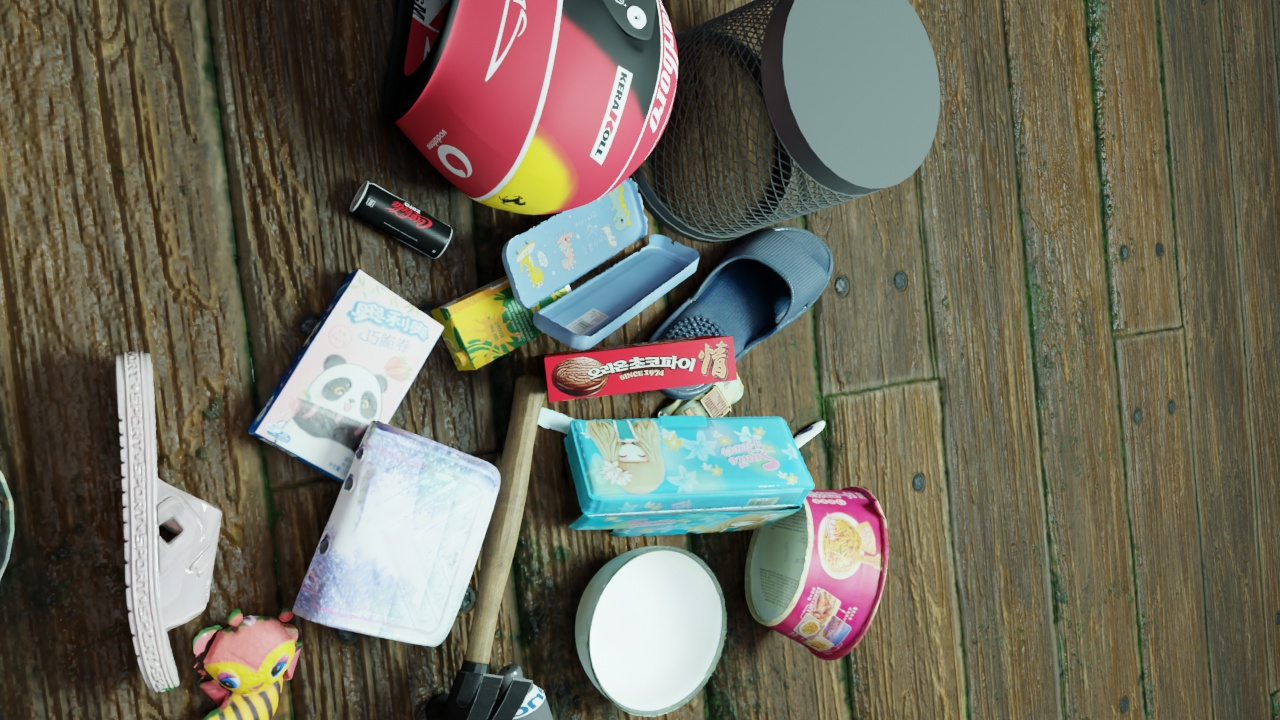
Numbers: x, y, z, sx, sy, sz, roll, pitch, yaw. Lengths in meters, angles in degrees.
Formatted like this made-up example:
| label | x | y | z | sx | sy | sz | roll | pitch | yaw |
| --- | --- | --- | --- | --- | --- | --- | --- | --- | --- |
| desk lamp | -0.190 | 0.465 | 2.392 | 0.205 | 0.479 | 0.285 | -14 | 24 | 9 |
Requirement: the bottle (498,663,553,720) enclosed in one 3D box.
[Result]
| label | x | y | z | sx | sy | sz | roll | pitch | yaw |
| --- | --- | --- | --- | --- | --- | --- | --- | --- | --- |
| bottle | -0.100 | 0.324 | 0.816 | 0.046 | 0.047 | 0.112 | -23 | 100 | -31 |

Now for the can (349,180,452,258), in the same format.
| label | x | y | z | sx | sy | sz | roll | pitch | yaw |
| --- | --- | --- | --- | --- | --- | --- | --- | --- | --- |
| can | -0.200 | -0.118 | 0.770 | 0.080 | 0.032 | 0.031 | 29 | 74 | -29 |

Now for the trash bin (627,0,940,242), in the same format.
| label | x | y | z | sx | sy | sz | roll | pitch | yaw |
| --- | --- | --- | --- | --- | --- | --- | --- | --- | --- |
| trash bin | 0.128 | -0.235 | 0.867 | 0.217 | 0.228 | 0.217 | 1 | 88 | -33 |

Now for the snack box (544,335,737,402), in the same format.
| label | x | y | z | sx | sy | sz | roll | pitch | yaw |
| --- | --- | --- | --- | --- | --- | --- | --- | --- | --- |
| snack box | -0.005 | 0.005 | 0.799 | 0.152 | 0.132 | 0.036 | -7 | 93 | -5 |

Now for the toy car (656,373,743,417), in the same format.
| label | x | y | z | sx | sy | sz | roll | pitch | yaw |
| --- | --- | --- | --- | --- | --- | --- | --- | --- | --- |
| toy car | 0.069 | 0.042 | 0.930 | 0.111 | 0.047 | 0.047 | -41 | 106 | -27 |

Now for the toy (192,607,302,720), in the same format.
| label | x | y | z | sx | sy | sz | roll | pitch | yaw |
| --- | --- | --- | --- | --- | --- | --- | --- | --- | --- |
| toy | -0.296 | 0.233 | 0.694 | 0.084 | 0.046 | 0.103 | 8 | 95 | -54 |

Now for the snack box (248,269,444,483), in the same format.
| label | x | y | z | sx | sy | sz | roll | pitch | yaw |
| --- | --- | --- | --- | --- | --- | --- | --- | --- | --- |
| snack box | -0.235 | 0.013 | 0.745 | 0.088 | 0.033 | 0.154 | 36 | 70 | -28 |

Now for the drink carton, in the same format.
| label | x | y | z | sx | sy | sz | roll | pitch | yaw |
| --- | --- | --- | --- | --- | --- | --- | --- | --- | --- |
| drink carton | -0.121 | -0.041 | 0.814 | 0.122 | 0.041 | 0.058 | -30 | 105 | -30 |

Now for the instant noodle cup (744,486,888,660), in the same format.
| label | x | y | z | sx | sy | sz | roll | pitch | yaw |
| --- | --- | --- | --- | --- | --- | --- | --- | --- | --- |
| instant noodle cup | 0.168 | 0.205 | 0.928 | 0.077 | 0.179 | 0.178 | 17 | 79 | -15 |

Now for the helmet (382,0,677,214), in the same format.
| label | x | y | z | sx | sy | sz | roll | pitch | yaw |
| --- | --- | --- | --- | --- | --- | --- | --- | --- | --- |
| helmet | -0.080 | -0.253 | 0.755 | 0.224 | 0.198 | 0.270 | 12 | 74 | -32 |

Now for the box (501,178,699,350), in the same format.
| label | x | y | z | sx | sy | sz | roll | pitch | yaw |
| --- | --- | --- | --- | --- | --- | --- | --- | --- | --- |
| box | -0.035 | -0.088 | 0.833 | 0.122 | 0.047 | 0.208 | 49 | 42 | 2 |

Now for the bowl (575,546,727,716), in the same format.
| label | x | y | z | sx | sy | sz | roll | pitch | yaw |
| --- | --- | --- | --- | --- | --- | --- | --- | --- | --- |
| bowl | 0.001 | 0.248 | 0.867 | 0.153 | 0.073 | 0.153 | 2 | 87 | -33 |

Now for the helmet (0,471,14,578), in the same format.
| label | x | y | z | sx | sy | sz | roll | pitch | yaw |
| --- | --- | --- | --- | --- | --- | --- | --- | --- | --- |
| helmet | -0.461 | 0.100 | 0.474 | 0.223 | 0.237 | 0.193 | -13 | 101 | -43 |

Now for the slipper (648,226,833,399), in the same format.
| label | x | y | z | sx | sy | sz | roll | pitch | yaw |
| --- | --- | --- | --- | --- | --- | --- | --- | --- | --- |
| slipper | 0.106 | -0.066 | 0.918 | 0.101 | 0.083 | 0.262 | 45 | 63 | 8 |

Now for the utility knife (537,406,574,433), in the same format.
| label | x | y | z | sx | sy | sz | roll | pitch | yaw |
| --- | --- | --- | --- | --- | --- | --- | --- | --- | --- |
| utility knife | -0.011 | 0.087 | 0.900 | 0.227 | 0.019 | 0.030 | 21 | 71 | -27 |

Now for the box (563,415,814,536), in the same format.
| label | x | y | z | sx | sy | sz | roll | pitch | yaw |
| --- | --- | --- | --- | --- | --- | --- | --- | --- | --- |
| box | 0.036 | 0.126 | 0.886 | 0.226 | 0.117 | 0.097 | 1 | 45 | -21 |

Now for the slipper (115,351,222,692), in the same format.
| label | x | y | z | sx | sy | sz | roll | pitch | yaw |
| --- | --- | --- | --- | --- | --- | --- | --- | --- | --- |
| slipper | -0.329 | 0.111 | 0.647 | 0.064 | 0.094 | 0.239 | -5 | 88 | -28 |

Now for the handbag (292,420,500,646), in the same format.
| label | x | y | z | sx | sy | sz | roll | pitch | yaw |
| --- | --- | --- | --- | --- | --- | --- | --- | --- | --- |
| handbag | -0.196 | 0.139 | 0.738 | 0.126 | 0.069 | 0.158 | 31 | 72 | -44 |

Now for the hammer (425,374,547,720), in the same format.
| label | x | y | z | sx | sy | sz | roll | pitch | yaw |
| --- | --- | --- | --- | --- | --- | --- | --- | --- | --- |
| hammer | -0.118 | 0.159 | 0.780 | 0.040 | 0.133 | 0.305 | 18 | 70 | -27 |

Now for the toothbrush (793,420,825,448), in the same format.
| label | x | y | z | sx | sy | sz | roll | pitch | yaw |
| --- | --- | --- | --- | --- | --- | --- | --- | --- | --- |
| toothbrush | 0.136 | 0.110 | 0.991 | 0.188 | 0.016 | 0.017 | -31 | 95 | -29 |
